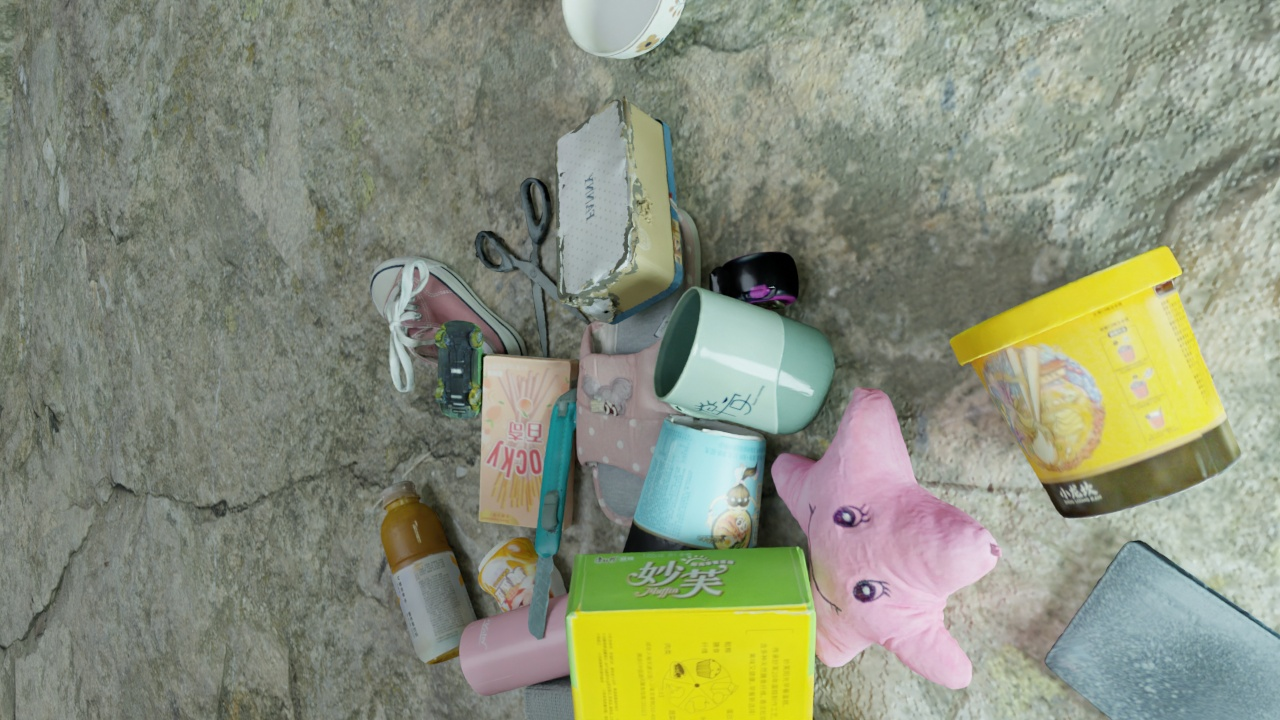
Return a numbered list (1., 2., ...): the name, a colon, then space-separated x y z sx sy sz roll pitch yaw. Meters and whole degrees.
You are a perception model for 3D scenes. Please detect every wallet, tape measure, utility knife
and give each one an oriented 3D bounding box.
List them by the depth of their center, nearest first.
1. wallet: 0.302 0.173 0.511 0.121 0.019 0.097 40 115 35
2. tape measure: 0.086 -0.054 0.668 0.058 0.057 0.039 -12 81 31
3. utility knife: -0.075 0.126 0.781 0.029 0.013 0.216 -5 69 28

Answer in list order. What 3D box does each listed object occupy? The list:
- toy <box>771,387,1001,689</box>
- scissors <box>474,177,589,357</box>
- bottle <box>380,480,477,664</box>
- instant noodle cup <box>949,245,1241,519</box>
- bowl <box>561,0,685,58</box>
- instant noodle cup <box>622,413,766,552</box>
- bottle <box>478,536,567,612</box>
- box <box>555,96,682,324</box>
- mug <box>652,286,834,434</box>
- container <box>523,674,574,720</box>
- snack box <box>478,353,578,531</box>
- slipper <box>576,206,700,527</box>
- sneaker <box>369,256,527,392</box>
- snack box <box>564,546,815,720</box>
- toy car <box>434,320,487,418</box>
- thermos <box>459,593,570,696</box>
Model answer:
1. toy: 0.158 0.113 0.596 0.179 0.074 0.194 -19 81 55
2. scissors: -0.105 -0.086 0.872 0.160 0.014 0.181 7 98 42
3. bottle: -0.227 0.218 0.961 0.068 0.067 0.189 -39 67 37
4. instant noodle cup: 0.247 0.015 0.493 0.119 0.118 0.114 -30 80 39
5. bowl: -0.003 -0.297 0.736 0.114 0.062 0.113 4 95 43
6. instant noodle cup: 0.044 0.106 0.690 0.111 0.111 0.120 14 95 41
7. bottle: -0.098 0.216 0.849 0.108 0.063 0.063 43 120 16
8. box: -0.021 -0.125 0.729 0.090 0.060 0.184 -24 54 37
9. mug: 0.068 0.011 0.651 0.112 0.106 0.082 125 157 -49
10. container: -0.033 0.308 0.777 0.115 0.090 0.090 -15 81 45
11. snack box: -0.103 0.074 0.845 0.084 0.026 0.157 4 95 13
12. slipper: -0.004 0.004 0.756 0.114 0.054 0.274 12 98 42
13. sneaker: -0.217 -0.040 0.926 0.241 0.087 0.118 34 114 35
14. snack box: 0.037 0.232 0.629 0.158 0.070 0.210 -2 114 3
15. toy car: -0.164 0.007 0.848 0.043 0.036 0.091 5 101 15
16. thermos: -0.054 0.234 0.763 0.199 0.087 0.067 -20 123 21
